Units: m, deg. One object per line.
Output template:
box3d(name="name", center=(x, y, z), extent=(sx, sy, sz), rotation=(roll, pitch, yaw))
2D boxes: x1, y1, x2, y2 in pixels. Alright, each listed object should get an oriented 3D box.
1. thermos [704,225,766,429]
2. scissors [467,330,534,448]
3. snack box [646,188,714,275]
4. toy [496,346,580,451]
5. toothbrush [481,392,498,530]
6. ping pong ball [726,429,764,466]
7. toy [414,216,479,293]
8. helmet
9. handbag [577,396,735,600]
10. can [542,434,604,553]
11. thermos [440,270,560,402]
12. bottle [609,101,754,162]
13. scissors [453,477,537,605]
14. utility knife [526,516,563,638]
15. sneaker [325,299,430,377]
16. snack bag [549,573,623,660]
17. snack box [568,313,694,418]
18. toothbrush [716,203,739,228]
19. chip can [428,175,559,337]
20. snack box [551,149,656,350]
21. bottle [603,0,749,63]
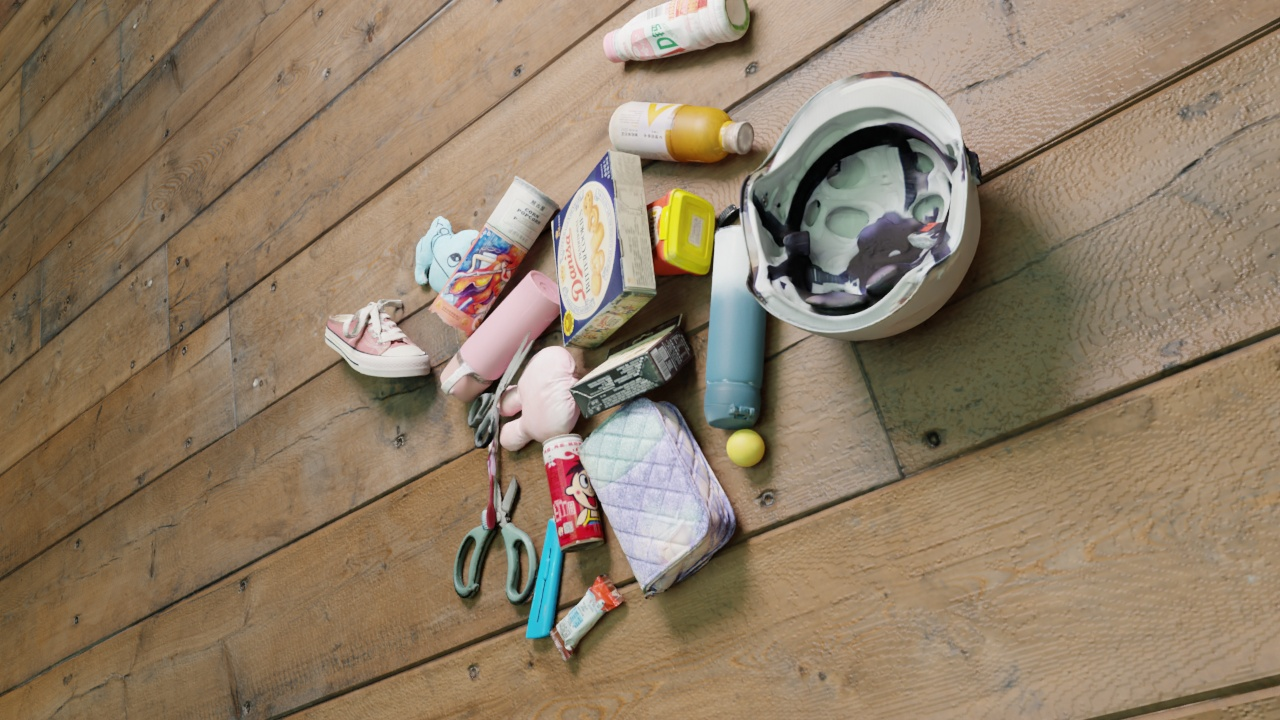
box3d(name="thermos", center=(0.105, -0.035, 1.007), extent=(0.070, 0.070, 0.220), rotation=(-2, 77, 35))
box3d(name="scissors", center=(-0.183, 0.033, 1.187), extent=(0.151, 0.014, 0.170), rotation=(3, 82, 56))
box3d(name="snack box", center=(0.039, -0.145, 1.079), extent=(0.080, 0.082, 0.091), rotation=(-7, 73, 49))
box3d(name="toy", center=(-0.130, 0.052, 1.159), extent=(0.160, 0.054, 0.121), rotation=(-28, 63, 41))
box3d(name="toothbrush", center=(-0.196, 0.130, 1.199), extent=(0.017, 0.016, 0.187), rotation=(-22, 59, 36))
box3d(name="ping pong ball", center=(0.112, 0.093, 0.981), extent=(0.040, 0.040, 0.040), rotation=(-10, 72, 33))
box3d(name="toy", center=(-0.275, -0.144, 1.319), extent=(0.162, 0.049, 0.156), rotation=(-40, 59, 33))
box3d(name="helmet", center=(0.226, -0.132, 0.894), extent=(0.230, 0.146, 0.258), rotation=(-9, 65, 33))
box3d(name="handbag", center=(0.016, 0.146, 1.017), extent=(0.134, 0.075, 0.193), rotation=(-43, 56, 24))
box3d(name="can", center=(-0.081, 0.158, 1.092), extent=(0.053, 0.053, 0.132), rotation=(-24, 67, 29))
box3d(name="thermos", center=(-0.186, -0.026, 1.201), extent=(0.199, 0.087, 0.067), rotation=(-43, 85, 17))
box3d(name="bottle", center=(0.048, -0.274, 1.107), extent=(0.190, 0.068, 0.068), rotation=(15, 87, 37))
box3d(name="scissors", center=(-0.195, 0.239, 1.178), extent=(0.176, 0.019, 0.174), rotation=(-30, 62, 28))
box3d(name="utility knife", center=(-0.108, 0.237, 1.117), extent=(0.034, 0.018, 0.204), rotation=(1, 77, 37))
box3d(name="sneaker", center=(-0.388, -0.040, 1.342), extent=(0.241, 0.118, 0.088), rotation=(24, 112, 43))
box3d(name="snack bag", center=(-0.064, 0.297, 1.063), extent=(0.104, 0.026, 0.048), rotation=(-53, 48, 14))
box3d(name="snack box", center=(-0.006, 0.006, 1.057), extent=(0.113, 0.125, 0.053), rotation=(-25, 96, 29))
box3d(name="toothbrush", center=(0.154, -0.223, 1.053), extent=(0.189, 0.014, 0.017), rotation=(-47, 44, 16))
box3d(name="chip can", center=(-0.197, -0.138, 1.231), extent=(0.071, 0.071, 0.215), rotation=(36, 93, 37))
box3d(name="snack box", center=(-0.048, -0.127, 1.105), extent=(0.183, 0.045, 0.177), rotation=(-38, 54, 55))
box3d(name="bottle", center=(0.039, -0.416, 1.156), extent=(0.197, 0.068, 0.068), rotation=(-3, 76, 39))
